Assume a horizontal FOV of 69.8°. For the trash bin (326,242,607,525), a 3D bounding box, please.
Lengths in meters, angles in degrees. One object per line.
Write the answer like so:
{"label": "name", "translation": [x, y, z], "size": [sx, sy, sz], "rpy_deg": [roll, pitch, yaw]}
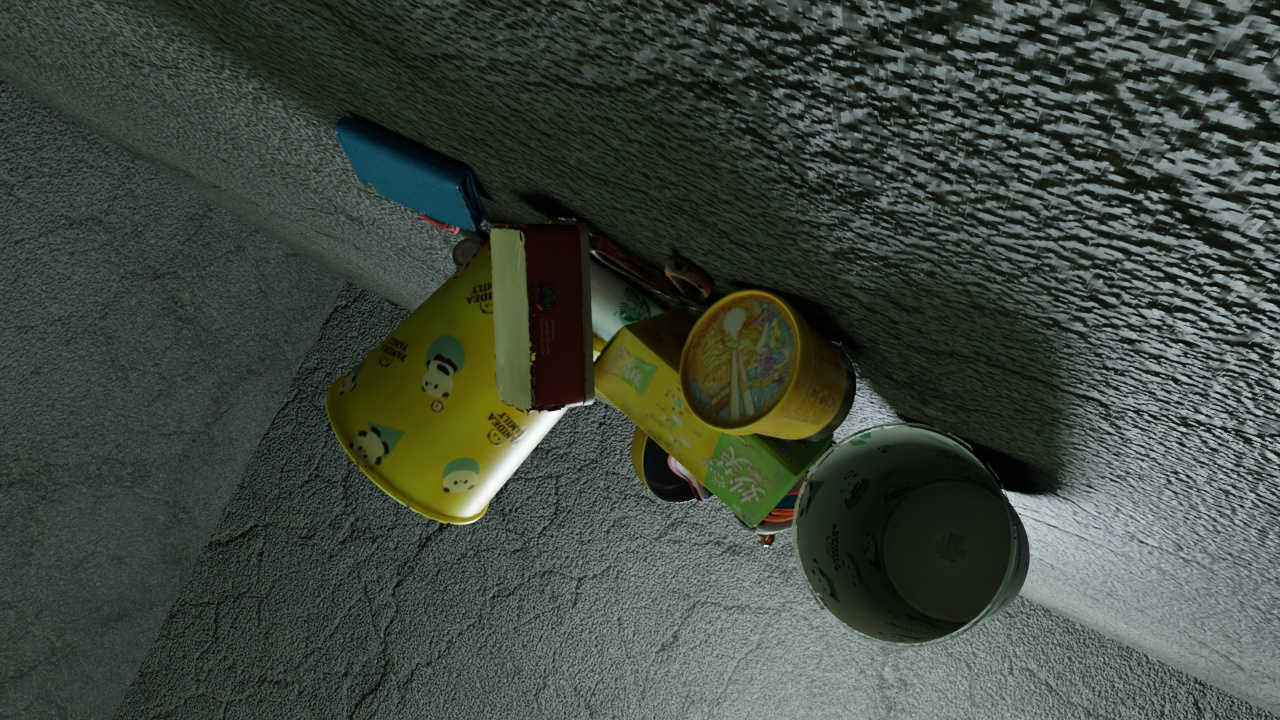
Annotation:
{"label": "trash bin", "translation": [-0.180, 0.014, 1.029], "size": [0.229, 0.256, 0.229], "rpy_deg": [42, -166, -13]}

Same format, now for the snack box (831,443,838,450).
{"label": "snack box", "translation": [0.302, 0.168, 1.513], "size": [0.074, 0.051, 0.175], "rpy_deg": [21, 172, 31]}

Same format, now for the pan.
{"label": "pan", "translation": [0.117, 0.173, 1.407], "size": [0.078, 0.197, 0.357], "rpy_deg": [31, 161, 47]}

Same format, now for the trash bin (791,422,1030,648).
{"label": "trash bin", "translation": [0.325, 0.207, 1.042], "size": [0.230, 0.229, 0.251], "rpy_deg": [22, 177, 34]}

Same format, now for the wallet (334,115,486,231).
{"label": "wallet", "translation": [-0.213, -0.174, 0.865], "size": [0.133, 0.040, 0.106], "rpy_deg": [25, 165, 8]}

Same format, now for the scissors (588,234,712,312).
{"label": "scissors", "translation": [0.041, -0.063, 0.854], "size": [0.189, 0.015, 0.226], "rpy_deg": [24, 173, 13]}

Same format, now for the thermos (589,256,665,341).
{"label": "thermos", "translation": [-0.028, -0.054, 0.975], "size": [0.073, 0.073, 0.224], "rpy_deg": [20, 171, 46]}

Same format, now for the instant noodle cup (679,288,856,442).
{"label": "instant noodle cup", "translation": [0.113, 0.013, 0.768], "size": [0.119, 0.118, 0.114], "rpy_deg": [20, 179, 45]}

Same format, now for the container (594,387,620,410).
{"label": "container", "translation": [-0.007, 0.007, 1.156], "size": [0.090, 0.114, 0.090], "rpy_deg": [26, 174, -3]}

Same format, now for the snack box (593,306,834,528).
{"label": "snack box", "translation": [0.071, 0.045, 0.878], "size": [0.210, 0.070, 0.157], "rpy_deg": [41, -157, 12]}

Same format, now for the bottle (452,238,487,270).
{"label": "bottle", "translation": [-0.186, -0.106, 1.170], "size": [0.068, 0.068, 0.189], "rpy_deg": [24, 173, 17]}

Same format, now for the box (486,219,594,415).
{"label": "box", "translation": [-0.098, -0.041, 0.828], "size": [0.080, 0.168, 0.091], "rpy_deg": [-7, -168, -30]}

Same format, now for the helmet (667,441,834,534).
{"label": "helmet", "translation": [0.165, 0.129, 1.291], "size": [0.240, 0.143, 0.208], "rpy_deg": [32, 145, -16]}

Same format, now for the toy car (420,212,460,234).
{"label": "toy car", "translation": [-0.222, -0.165, 1.010], "size": [0.049, 0.031, 0.106], "rpy_deg": [26, 172, -6]}
